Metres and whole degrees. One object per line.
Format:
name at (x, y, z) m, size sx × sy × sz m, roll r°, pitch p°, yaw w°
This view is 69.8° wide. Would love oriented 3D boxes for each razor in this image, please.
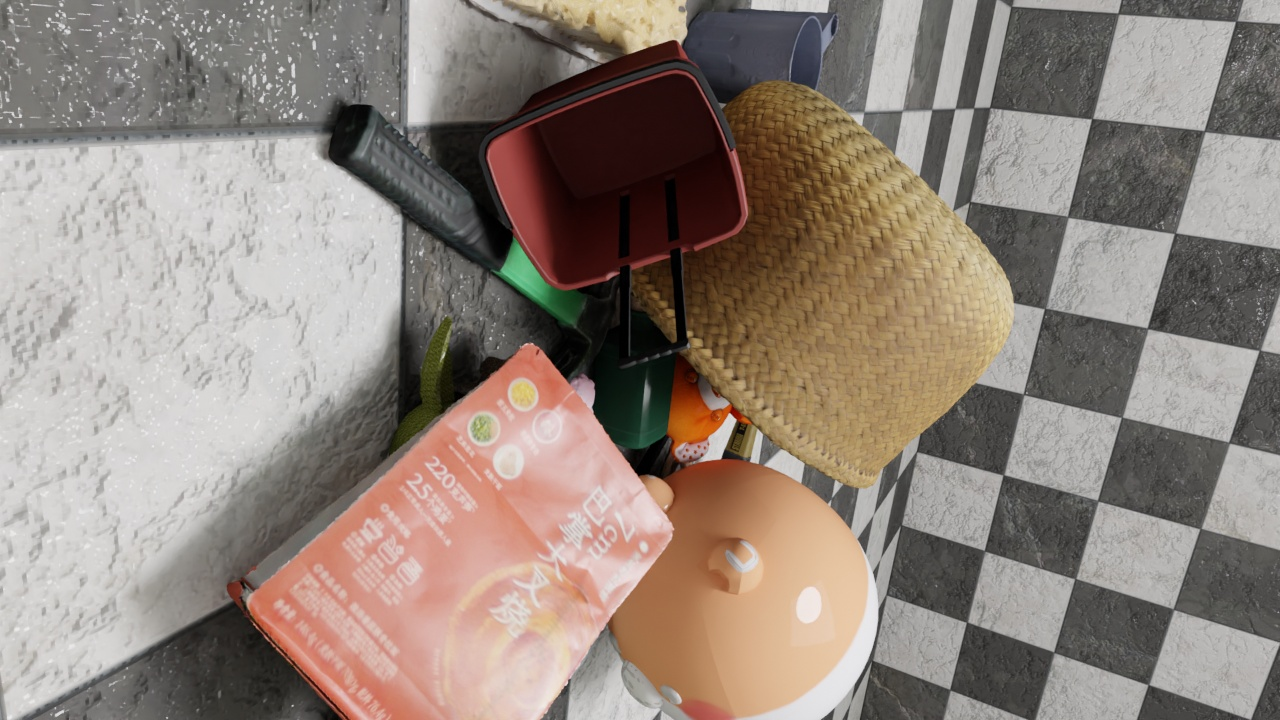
razor at (0.015, 0.086, 0.938) m, size 0.144 × 0.022 × 0.043 m, roll -64°, pitch 152°, yaw -23°

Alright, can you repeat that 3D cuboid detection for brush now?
brush at (-0.049, -0.247, 0.579) m, size 0.270 × 0.057 × 0.083 m, roll -3°, pitch 107°, yaw -64°

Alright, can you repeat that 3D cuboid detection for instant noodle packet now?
instant noodle packet at (-0.089, 0.115, 0.526) m, size 0.220 × 0.084 × 0.164 m, roll -44°, pitch 106°, yaw -26°

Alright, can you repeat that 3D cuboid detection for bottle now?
bottle at (-0.005, 0.005, 0.805) m, size 0.061 × 0.061 × 0.131 m, roll -24°, pitch 125°, yaw -56°

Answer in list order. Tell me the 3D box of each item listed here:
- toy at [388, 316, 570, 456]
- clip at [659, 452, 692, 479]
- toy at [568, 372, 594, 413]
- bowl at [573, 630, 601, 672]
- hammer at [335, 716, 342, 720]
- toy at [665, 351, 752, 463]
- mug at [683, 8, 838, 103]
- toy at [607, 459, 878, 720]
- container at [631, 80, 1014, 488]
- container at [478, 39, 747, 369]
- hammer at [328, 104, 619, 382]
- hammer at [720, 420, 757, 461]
toy at (-0.100, 0.057, 0.616) m, size 0.152 × 0.078 × 0.179 m, roll -15°, pitch 120°, yaw -61°
clip at (0.048, 0.115, 1.001) m, size 0.060 × 0.041 × 0.024 m, roll -67°, pitch 156°, yaw -5°
toy at (-0.068, 0.067, 0.739) m, size 0.079 × 0.038 × 0.122 m, roll 41°, pitch 67°, yaw -49°
bowl at (-0.072, 0.230, 0.809) m, size 0.106 × 0.039 × 0.106 m, roll -39°, pitch 140°, yaw -42°
hammer at (-0.099, 0.168, 0.700) m, size 0.138 × 0.035 × 0.313 m, roll -59°, pitch 166°, yaw 22°
toy at (0.066, 0.008, 0.913) m, size 0.164 × 0.093 × 0.172 m, roll 55°, pitch 52°, yaw -20°
mug at (0.109, -0.282, 0.832) m, size 0.123 × 0.104 × 0.084 m, roll -58°, pitch 150°, yaw -32°
toy at (0.085, 0.224, 0.887) m, size 0.265 × 0.263 × 0.281 m, roll -44°, pitch 135°, yaw -16°
container at (0.140, -0.075, 0.736) m, size 0.197 × 0.307 × 0.306 m, roll -47°, pitch 160°, yaw 16°
container at (-0.013, -0.106, 0.557) m, size 0.200 × 0.148 × 0.127 m, roll -87°, pitch 156°, yaw -55°
hammer at (-0.094, -0.072, 0.616) m, size 0.318 × 0.032 × 0.130 m, roll 40°, pitch 68°, yaw -62°
hammer at (0.105, 0.132, 1.067) m, size 0.025 × 0.118 × 0.333 m, roll -3°, pitch 111°, yaw -61°
